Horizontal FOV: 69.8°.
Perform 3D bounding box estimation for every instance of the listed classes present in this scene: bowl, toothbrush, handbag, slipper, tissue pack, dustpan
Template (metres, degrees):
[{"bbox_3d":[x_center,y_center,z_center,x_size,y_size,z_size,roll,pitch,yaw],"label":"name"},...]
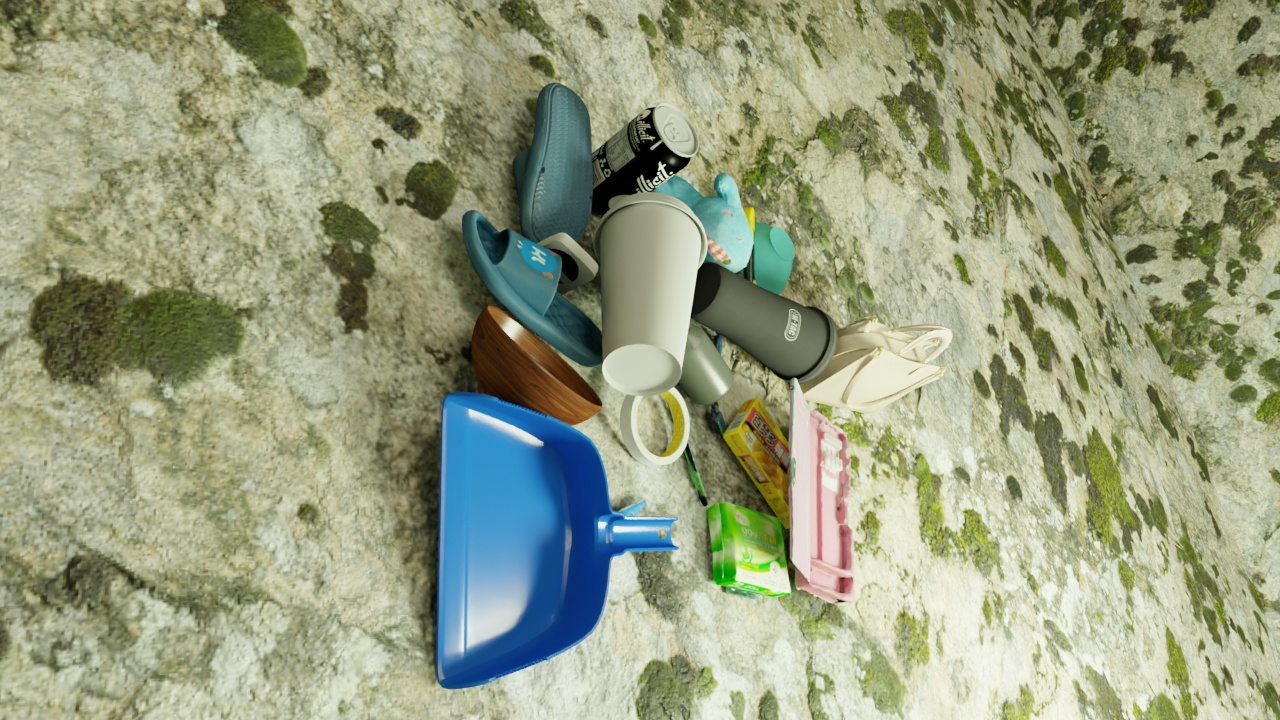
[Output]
[{"bbox_3d":[-0.113,0.021,0.882,0.147,0.069,0.147,41,4,-4],"label":"bowl"},{"bbox_3d":[0.047,0.079,1.067,0.017,0.014,0.188,-2,69,-54],"label":"toothbrush"},{"bbox_3d":[0.187,-0.157,1.319,0.121,0.046,0.121,24,53,-35],"label":"bowl"},{"bbox_3d":[0.331,-0.004,1.261,0.194,0.198,0.101,13,59,-41],"label":"handbag"},{"bbox_3d":[-0.104,-0.074,0.951,0.213,0.059,0.103,45,22,-24],"label":"slipper"},{"bbox_3d":[0.124,0.219,1.052,0.114,0.034,0.099,23,52,-38],"label":"tissue pack"},{"bbox_3d":[-0.064,0.162,0.852,0.257,0.060,0.245,11,74,-47],"label":"dustpan"},{"bbox_3d":[-0.100,-0.218,1.057,0.103,0.059,0.213,25,63,-45],"label":"slipper"}]

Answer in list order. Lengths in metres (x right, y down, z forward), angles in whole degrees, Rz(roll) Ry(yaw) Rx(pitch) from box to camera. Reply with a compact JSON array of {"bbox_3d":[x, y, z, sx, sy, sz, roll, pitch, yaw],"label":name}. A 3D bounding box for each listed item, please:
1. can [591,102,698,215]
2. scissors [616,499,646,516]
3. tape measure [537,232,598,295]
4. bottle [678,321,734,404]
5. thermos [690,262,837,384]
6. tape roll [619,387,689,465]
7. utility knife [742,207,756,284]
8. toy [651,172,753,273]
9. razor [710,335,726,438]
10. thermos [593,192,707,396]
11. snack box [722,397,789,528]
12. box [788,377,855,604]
[{"bbox_3d":[-0.006,-0.236,1.092,0.080,0.146,0.080,23,53,-35],"label":"can"},{"bbox_3d":[-0.037,0.159,0.940,0.132,0.020,0.097,-23,88,-48],"label":"scissors"},{"bbox_3d":[-0.086,-0.105,1.001,0.065,0.064,0.016,47,42,-25],"label":"tape measure"},{"bbox_3d":[0.061,-0.002,1.080,0.108,0.060,0.060,54,40,-24],"label":"bottle"},{"bbox_3d":[0.150,-0.050,1.169,0.218,0.106,0.105,25,52,-37],"label":"thermos"},{"bbox_3d":[0.017,0.069,1.021,0.094,0.019,0.094,11,75,-44],"label":"tape roll"},{"bbox_3d":[0.149,-0.123,1.262,0.029,0.020,0.186,47,42,-70],"label":"utility knife"},{"bbox_3d":[0.081,-0.192,1.189,0.180,0.115,0.183,51,21,-3],"label":"toy"},{"bbox_3d":[0.095,0.028,1.143,0.044,0.018,0.140,66,21,-52],"label":"razor"},{"bbox_3d":[0.007,-0.072,1.008,0.131,0.132,0.221,33,41,-29],"label":"thermos"},{"bbox_3d":[0.163,0.127,1.139,0.152,0.025,0.075,55,41,-14],"label":"snack box"},{"bbox_3d":[0.204,0.160,1.110,0.180,0.051,0.232,41,45,-44],"label":"box"}]
